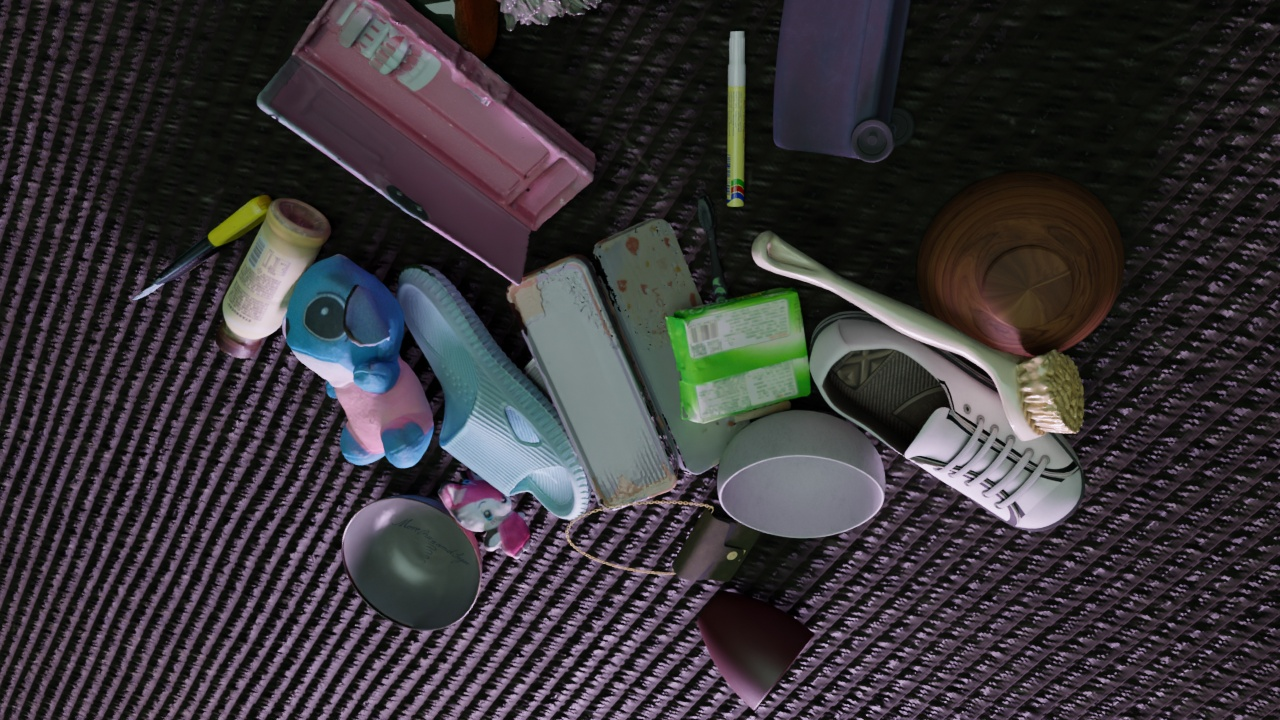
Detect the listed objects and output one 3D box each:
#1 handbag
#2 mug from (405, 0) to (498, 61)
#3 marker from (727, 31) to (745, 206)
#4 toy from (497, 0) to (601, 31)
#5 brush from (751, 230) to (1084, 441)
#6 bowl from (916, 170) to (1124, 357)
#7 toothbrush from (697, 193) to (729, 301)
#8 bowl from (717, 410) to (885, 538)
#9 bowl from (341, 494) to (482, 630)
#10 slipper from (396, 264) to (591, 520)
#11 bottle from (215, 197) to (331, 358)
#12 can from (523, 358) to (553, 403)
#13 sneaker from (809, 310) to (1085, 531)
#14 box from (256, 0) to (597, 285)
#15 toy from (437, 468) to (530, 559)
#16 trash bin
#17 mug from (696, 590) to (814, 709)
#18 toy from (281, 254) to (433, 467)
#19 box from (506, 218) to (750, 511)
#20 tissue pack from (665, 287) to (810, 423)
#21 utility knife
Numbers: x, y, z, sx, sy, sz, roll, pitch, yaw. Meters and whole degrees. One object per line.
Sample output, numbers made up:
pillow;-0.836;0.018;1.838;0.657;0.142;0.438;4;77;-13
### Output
handbag;0.018;0.155;0.796;0.177;0.027;0.084;13;118;-29
mug;-0.161;-0.262;0.721;0.081;0.084;0.111;4;112;12
marker;0.075;-0.188;0.719;0.014;0.014;0.132;4;110;14
toy;-0.082;-0.320;0.672;0.176;0.132;0.076;41;147;15
brush;0.202;-0.022;0.661;0.272;0.061;0.078;29;137;-3
bowl;0.282;-0.061;0.677;0.147;0.068;0.147;5;110;14
toothbrush;0.069;-0.046;0.764;0.014;0.017;0.188;-8;102;19
bowl;0.132;0.087;0.760;0.132;0.064;0.132;4;142;3
bowl;-0.218;0.191;0.914;0.151;0.056;0.151;5;110;13
slipper;-0.141;0.039;0.816;0.276;0.069;0.116;54;142;-4
bottle;-0.347;-0.073;0.856;0.056;0.056;0.162;38;115;0
can;-0.054;0.032;0.818;0.106;0.043;0.044;44;114;-3
sneaker;0.238;0.053;0.715;0.245;0.097;0.091;38;114;1
box;-0.153;-0.164;0.687;0.232;0.114;0.099;36;133;-26
toy;-0.138;0.140;0.869;0.102;0.065;0.050;46;115;-2
trash bin;0.150;-0.229;0.642;0.092;0.093;0.161;13;114;21
mug;0.096;0.262;0.849;0.088;0.086;0.114;39;147;19
toy;-0.239;0.004;0.794;0.224;0.098;0.191;5;115;56
box;-0.005;0.005;0.771;0.157;0.063;0.216;-25;102;-13
tissue pack;0.083;-0.003;0.751;0.114;0.034;0.099;-14;107;-13
utility knife;-0.423;-0.104;0.881;0.198;0.028;0.020;-28;95;22
